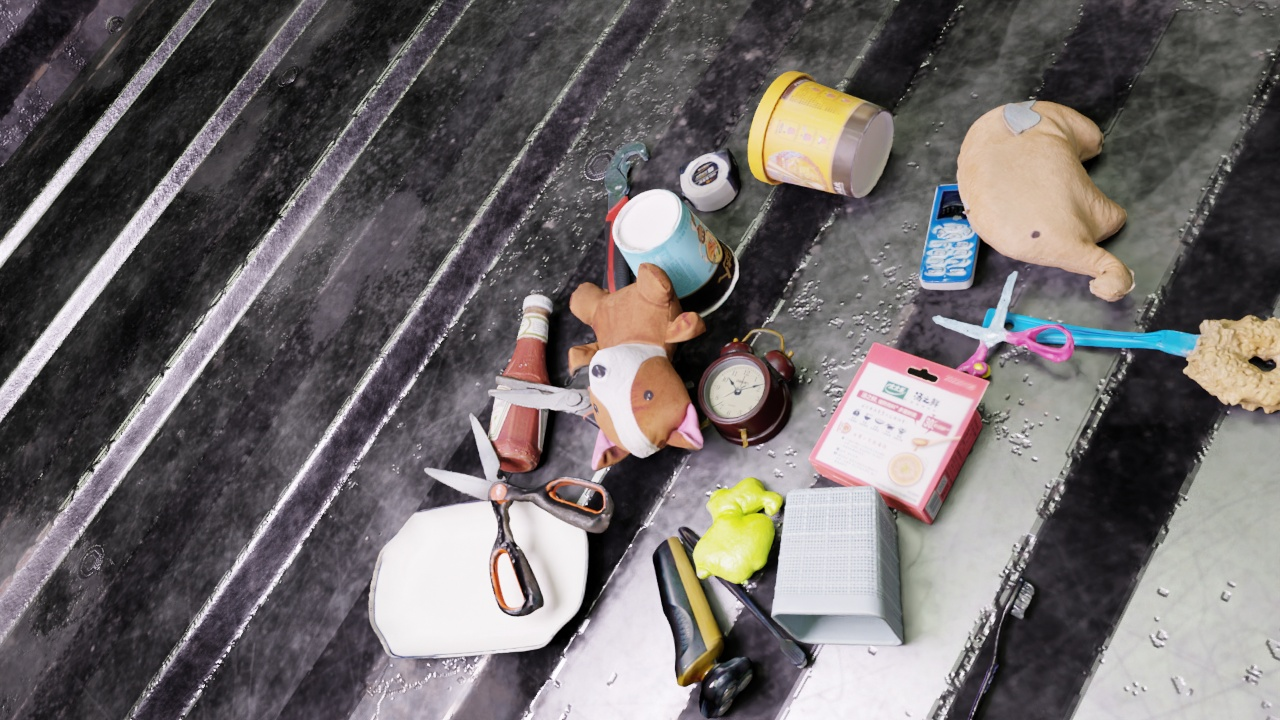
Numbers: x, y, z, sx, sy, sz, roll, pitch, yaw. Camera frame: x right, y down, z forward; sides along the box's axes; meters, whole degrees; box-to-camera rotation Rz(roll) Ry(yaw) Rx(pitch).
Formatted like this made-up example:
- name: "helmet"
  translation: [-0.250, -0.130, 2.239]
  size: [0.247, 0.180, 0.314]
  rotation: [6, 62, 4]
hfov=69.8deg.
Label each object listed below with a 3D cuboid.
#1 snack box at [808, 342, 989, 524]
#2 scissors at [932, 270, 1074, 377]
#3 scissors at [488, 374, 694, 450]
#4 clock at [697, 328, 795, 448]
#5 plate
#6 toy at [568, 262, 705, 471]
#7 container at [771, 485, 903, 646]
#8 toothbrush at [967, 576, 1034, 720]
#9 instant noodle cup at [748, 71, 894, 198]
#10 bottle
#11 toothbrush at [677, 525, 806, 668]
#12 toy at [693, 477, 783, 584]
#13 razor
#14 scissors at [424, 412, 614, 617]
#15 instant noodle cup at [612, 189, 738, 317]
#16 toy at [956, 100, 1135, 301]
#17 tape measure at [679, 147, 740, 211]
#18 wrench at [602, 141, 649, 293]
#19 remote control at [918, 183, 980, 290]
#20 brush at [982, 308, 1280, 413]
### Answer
- name: "snack box"
  translation: [0.230, 0.062, 0.810]
  size: [0.113, 0.044, 0.127]
  rotation: [24, 78, 38]
- name: "scissors"
  translation: [0.314, -0.017, 0.809]
  size: [0.135, 0.017, 0.133]
  rotation: [17, 84, 47]
- name: "scissors"
  translation: [-0.050, 0.034, 0.964]
  size: [0.198, 0.015, 0.205]
  rotation: [-36, 62, -11]
- name: "clock"
  translation: [0.105, 0.025, 0.894]
  size: [0.082, 0.055, 0.121]
  rotation: [16, 75, 36]
- name: "plate"
  translation: [-0.164, 0.225, 0.945]
  size: [0.266, 0.034, 0.161]
  rotation: [-13, 58, 23]
- name: "toy"
  translation: [-0.005, 0.005, 0.898]
  size: [0.140, 0.130, 0.199]
  rotation: [-17, 66, 32]
- name: "container"
  translation: [0.165, 0.168, 0.759]
  size: [0.090, 0.090, 0.111]
  rotation: [-6, 58, 26]
- name: "toothbrush"
  translation: [0.264, 0.254, 0.702]
  size: [0.017, 0.014, 0.188]
  rotation: [21, 75, 23]
- name: "instant noodle cup"
  translation: [0.192, -0.231, 0.959]
  size: [0.114, 0.118, 0.118]
  rotation: [25, 77, 29]
- name: "bottle"
  translation: [-0.128, 0.021, 1.025]
  size: [0.060, 0.060, 0.205]
  rotation: [-8, 60, 25]
- name: "toothbrush"
  translation: [0.088, 0.209, 0.826]
  size: [0.015, 0.018, 0.181]
  rotation: [-42, 49, -5]
- name: "toy"
  translation: [0.090, 0.155, 0.838]
  size: [0.097, 0.031, 0.100]
  rotation: [-25, 47, 10]
- name: "razor"
  translation: [0.050, 0.230, 0.817]
  size: [0.067, 0.062, 0.167]
  rotation: [-11, 47, -12]
- name: "scissors"
  translation: [-0.130, 0.150, 0.917]
  size: [0.221, 0.021, 0.227]
  rotation: [-6, 66, 20]
- name: "instant noodle cup"
  translation: [0.032, -0.116, 0.974]
  size: [0.111, 0.120, 0.111]
  rotation: [-14, 57, 22]
- name: "toy"
  translation: [0.361, -0.138, 0.824]
  size: [0.143, 0.082, 0.225]
  rotation: [-6, 60, 9]
- name: "tape measure"
  translation: [0.080, -0.205, 1.055]
  size: [0.066, 0.033, 0.065]
  rotation: [-17, 54, 22]
- name: "wrench"
  translation: [-0.024, -0.153, 1.095]
  size: [0.056, 0.016, 0.272]
  rotation: [-10, 58, 25]
- name: "remote control"
  translation: [0.303, -0.121, 0.886]
  size: [0.049, 0.024, 0.124]
  rotation: [3, 61, 31]
- name: "brush"
  translation: [0.413, -0.013, 0.758]
  size: [0.255, 0.046, 0.083]
  rotation: [12, 74, 38]
